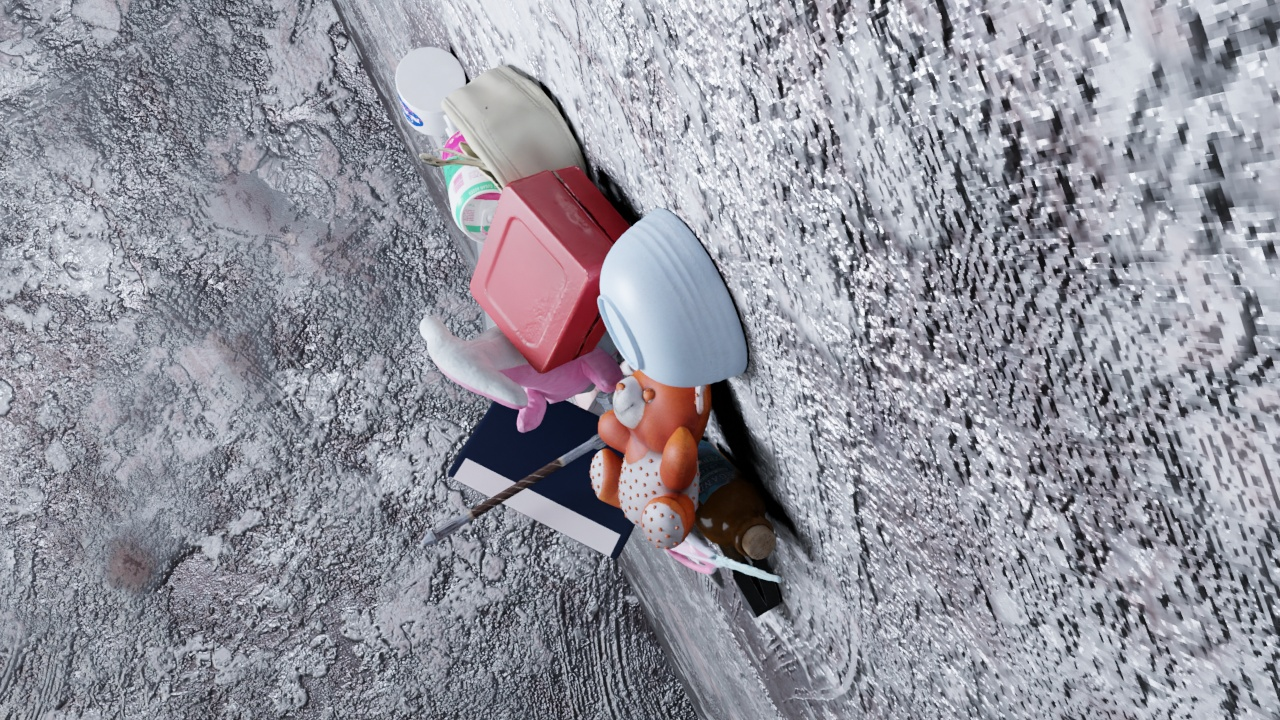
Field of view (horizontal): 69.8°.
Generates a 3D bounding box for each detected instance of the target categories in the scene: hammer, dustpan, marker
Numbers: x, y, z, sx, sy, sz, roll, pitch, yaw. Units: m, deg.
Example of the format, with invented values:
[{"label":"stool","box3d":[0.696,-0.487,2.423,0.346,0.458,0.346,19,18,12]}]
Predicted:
[{"label":"hammer","box3d":[-0.120,0.137,1.114,0.098,0.321,0.044,64,162,-11]},{"label":"dustpan","box3d":[-0.086,0.114,1.224,0.236,0.272,0.080,26,146,5]},{"label":"marker","box3d":[-0.006,0.006,1.080,0.019,0.019,0.146,62,169,-2]},{"label":"hammer","box3d":[0.067,0.154,1.068,0.305,0.040,0.132,60,172,13]}]

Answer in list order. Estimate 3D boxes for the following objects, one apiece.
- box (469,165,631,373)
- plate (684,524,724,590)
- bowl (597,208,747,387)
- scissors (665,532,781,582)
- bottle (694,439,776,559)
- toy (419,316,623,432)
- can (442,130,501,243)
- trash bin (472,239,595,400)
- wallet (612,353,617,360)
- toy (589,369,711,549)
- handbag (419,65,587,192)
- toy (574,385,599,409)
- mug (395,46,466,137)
[{"label":"box","box3d":[-0.074,-0.082,0.849,0.129,0.086,0.159,48,139,14]},{"label":"plate","box3d":[0.029,0.149,1.027,0.242,0.016,0.242,61,-177,-6]},{"label":"bowl","box3d":[0.014,-0.038,0.729,0.150,0.074,0.151,58,168,19]},{"label":"scissors","box3d":[0.070,0.184,0.856,0.174,0.017,0.076,6,137,56]},{"label":"bottle","box3d":[0.079,0.137,0.875,0.157,0.067,0.068,43,159,60]},{"label":"toy","box3d":[-0.112,0.011,0.968,0.187,0.265,0.128,35,114,26]},{"label":"can","box3d":[-0.196,-0.220,1.144,0.165,0.088,0.088,-112,2,-48]},{"label":"trash bin","box3d":[-0.138,-0.071,1.181,0.220,0.097,0.192,-142,45,-62]},{"label":"wallet","box3d":[-0.055,-0.023,1.199,0.086,0.032,0.116,59,161,11]},{"label":"toy","box3d":[0.013,0.071,0.840,0.164,0.092,0.172,-154,73,-64]},{"label":"handbag","box3d":[-0.145,-0.203,0.954,0.229,0.132,0.184,56,175,38]},{"label":"toy","box3d":[-0.059,0.063,1.399,0.105,0.053,0.108,41,160,22]},{"label":"mug","box3d":[-0.277,-0.354,1.258,0.121,0.091,0.090,61,169,1]}]
